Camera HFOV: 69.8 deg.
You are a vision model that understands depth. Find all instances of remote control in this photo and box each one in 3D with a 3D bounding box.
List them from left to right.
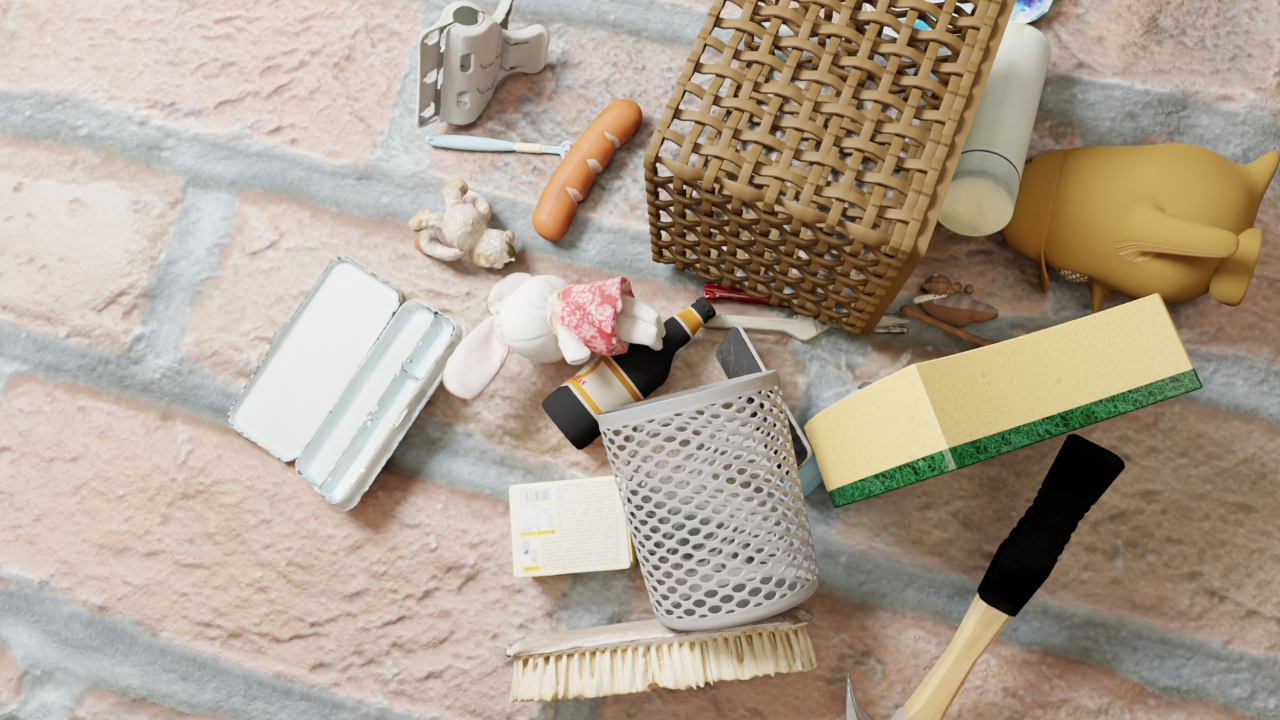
[{"bbox_3d":[0.109,0.036,0.831,0.008,0.045,0.146,-6,55,-32],"label":"remote control"}]

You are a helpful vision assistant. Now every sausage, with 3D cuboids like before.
[{"bbox_3d":[-0.055,-0.191,0.908,0.044,0.039,0.164,33,83,7],"label":"sausage"}]

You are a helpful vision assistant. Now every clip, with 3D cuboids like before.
[{"bbox_3d":[-0.161,-0.297,0.903,0.143,0.125,0.074,-37,79,-30],"label":"clip"}]

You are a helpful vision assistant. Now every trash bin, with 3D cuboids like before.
[{"bbox_3d":[0.061,0.115,0.772,0.156,0.156,0.183,-14,89,2],"label":"trash bin"}]

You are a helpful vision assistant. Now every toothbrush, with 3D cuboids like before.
[{"bbox_3d":[-0.143,-0.218,0.933,0.155,0.016,0.022,6,117,5],"label":"toothbrush"}]

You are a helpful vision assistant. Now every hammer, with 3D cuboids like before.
[{"bbox_3d":[0.278,0.208,0.740,0.131,0.039,0.329,27,106,6],"label":"hammer"}]

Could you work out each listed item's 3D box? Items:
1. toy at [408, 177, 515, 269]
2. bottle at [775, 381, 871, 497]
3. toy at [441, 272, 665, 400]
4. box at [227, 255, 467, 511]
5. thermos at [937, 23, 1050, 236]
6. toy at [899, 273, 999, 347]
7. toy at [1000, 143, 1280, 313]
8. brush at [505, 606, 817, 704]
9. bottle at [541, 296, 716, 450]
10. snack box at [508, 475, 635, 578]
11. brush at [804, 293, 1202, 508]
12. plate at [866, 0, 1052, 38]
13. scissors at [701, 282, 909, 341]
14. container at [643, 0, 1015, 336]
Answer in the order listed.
[{"bbox_3d":[-0.163,-0.128,0.898,0.106,0.074,0.085,31,70,6],"label":"toy"},{"bbox_3d":[0.180,0.068,0.838,0.130,0.040,0.040,-44,79,-4],"label":"bottle"},{"bbox_3d":[-0.073,-0.035,0.827,0.194,0.084,0.158,-2,45,20],"label":"toy"},{"bbox_3d":[-0.283,0.018,0.887,0.193,0.061,0.209,27,81,28],"label":"box"},{"bbox_3d":[0.318,-0.211,0.824,0.068,0.068,0.229,22,58,8],"label":"thermos"},{"bbox_3d":[0.296,-0.044,0.850,0.102,0.041,0.055,25,91,13],"label":"toy"},{"bbox_3d":[0.418,-0.117,0.806,0.203,0.198,0.163,15,109,21],"label":"toy"},{"bbox_3d":[0.016,0.254,0.794,0.271,0.083,0.056,-8,78,3],"label":"brush"},{"bbox_3d":[-0.005,0.005,0.856,0.181,0.059,0.059,-39,79,-3],"label":"bottle"},{"bbox_3d":[-0.060,0.150,0.831,0.106,0.061,0.083,-6,78,4],"label":"snack box"},{"bbox_3d":[0.273,0.038,0.729,0.250,0.195,0.075,-15,78,-16],"label":"brush"},{"bbox_3d":[0.314,-0.412,0.931,0.187,0.016,0.186,-6,79,4],"label":"plate"},{"bbox_3d":[0.153,-0.049,0.877,0.188,0.015,0.146,-26,77,-2],"label":"scissors"},{"bbox_3d":[0.153,-0.194,0.791,0.214,0.220,0.251,21,77,8],"label":"container"}]
